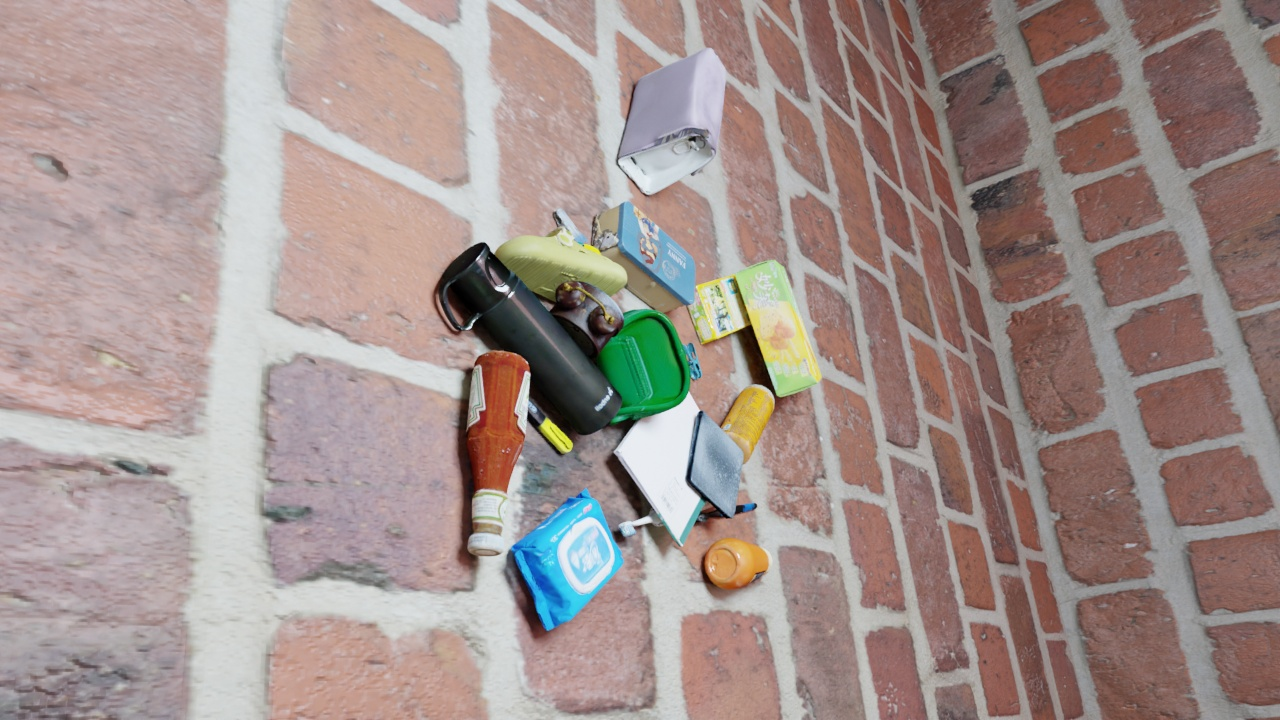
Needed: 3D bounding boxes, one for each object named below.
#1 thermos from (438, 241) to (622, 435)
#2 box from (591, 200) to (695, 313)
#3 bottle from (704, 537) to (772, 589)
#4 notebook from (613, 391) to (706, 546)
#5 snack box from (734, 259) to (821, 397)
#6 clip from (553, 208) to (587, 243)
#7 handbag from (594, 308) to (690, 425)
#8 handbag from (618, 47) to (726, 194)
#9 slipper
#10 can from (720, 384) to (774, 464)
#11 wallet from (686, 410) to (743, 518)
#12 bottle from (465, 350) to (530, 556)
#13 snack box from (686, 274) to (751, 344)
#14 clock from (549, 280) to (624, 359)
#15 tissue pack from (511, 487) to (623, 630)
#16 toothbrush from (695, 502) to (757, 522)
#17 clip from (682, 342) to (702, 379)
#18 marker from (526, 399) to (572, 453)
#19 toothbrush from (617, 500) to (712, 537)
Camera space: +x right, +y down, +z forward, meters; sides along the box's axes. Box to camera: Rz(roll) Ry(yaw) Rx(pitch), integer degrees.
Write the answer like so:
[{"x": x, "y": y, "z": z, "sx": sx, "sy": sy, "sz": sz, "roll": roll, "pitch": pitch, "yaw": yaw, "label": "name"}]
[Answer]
[{"x": -0.124, "y": -0.013, "z": 1.012, "sx": 0.242, "sy": 0.068, "sz": 0.089, "roll": 49, "pitch": 67, "yaw": -26, "label": "thermos"}, {"x": 0.010, "y": -0.136, "z": 1.270, "sx": 0.184, "sy": 0.060, "sz": 0.089, "roll": 31, "pitch": 49, "yaw": -42, "label": "box"}, {"x": 0.142, "y": 0.274, "z": 1.246, "sx": 0.149, "sy": 0.067, "sz": 0.066, "roll": 19, "pitch": 58, "yaw": -59, "label": "bottle"}, {"x": 0.047, "y": 0.121, "z": 1.187, "sx": 0.150, "sy": 0.012, "sz": 0.208, "roll": 58, "pitch": 32, "yaw": -13, "label": "notebook"}, {"x": 0.228, "y": -0.052, "z": 1.494, "sx": 0.157, "sy": 0.070, "sz": 0.210, "roll": -8, "pitch": 80, "yaw": -76, "label": "snack box"}, {"x": -0.092, "y": -0.169, "z": 1.173, "sx": 0.027, "sy": 0.045, "sz": 0.058, "roll": -27, "pitch": 87, "yaw": -54, "label": "clip"}, {"x": -0.007, "y": 0.007, "z": 1.130, "sx": 0.120, "sy": 0.068, "sz": 0.131, "roll": -22, "pitch": 95, "yaw": -14, "label": "handbag"}, {"x": 0.056, "y": -0.359, "z": 1.377, "sx": 0.098, "sy": 0.145, "sz": 0.196, "roll": 40, "pitch": 44, "yaw": -34, "label": "handbag"}, {"x": -0.094, "y": -0.122, "z": 1.083, "sx": 0.190, "sy": 0.092, "sz": 0.081, "roll": 14, "pitch": 60, "yaw": -49, "label": "slipper"}, {"x": 0.154, "y": 0.094, "z": 1.357, "sx": 0.058, "sy": 0.058, "sz": 0.145, "roll": 60, "pitch": 34, "yaw": -16, "label": "can"}, {"x": 0.099, "y": 0.140, "z": 1.228, "sx": 0.097, "sy": 0.019, "sz": 0.120, "roll": 45, "pitch": 39, "yaw": -29, "label": "wallet"}, {"x": -0.146, "y": 0.091, "z": 0.917, "sx": 0.059, "sy": 0.060, "sz": 0.205, "roll": 30, "pitch": 52, "yaw": -45, "label": "bottle"}, {"x": 0.122, "y": -0.081, "z": 1.429, "sx": 0.140, "sy": 0.034, "sz": 0.087, "roll": -23, "pitch": 93, "yaw": -59, "label": "snack box"}, {"x": -0.063, "y": -0.050, "z": 1.043, "sx": 0.082, "sy": 0.122, "sz": 0.055, "roll": 35, "pitch": 65, "yaw": 3, "label": "clock"}, {"x": -0.071, "y": 0.206, "z": 0.971, "sx": 0.156, "sy": 0.052, "sz": 0.095, "roll": -36, "pitch": 103, "yaw": -56, "label": "tissue pack"}, {"x": 0.123, "y": 0.212, "z": 1.289, "sx": 0.189, "sy": 0.016, "sz": 0.014, "roll": 5, "pitch": 77, "yaw": -56, "label": "toothbrush"}, {"x": 0.074, "y": 0.001, "z": 1.332, "sx": 0.039, "sy": 0.014, "sz": 0.056, "roll": -13, "pitch": 82, "yaw": -57, "label": "clip"}, {"x": -0.117, "y": 0.059, "z": 1.018, "sx": 0.124, "sy": 0.015, "sz": 0.018, "roll": 51, "pitch": 32, "yaw": -25, "label": "marker"}, {"x": 0.037, "y": 0.192, "z": 1.161, "sx": 0.220, "sy": 0.027, "sz": 0.026, "roll": -5, "pitch": 56, "yaw": -57, "label": "toothbrush"}]
